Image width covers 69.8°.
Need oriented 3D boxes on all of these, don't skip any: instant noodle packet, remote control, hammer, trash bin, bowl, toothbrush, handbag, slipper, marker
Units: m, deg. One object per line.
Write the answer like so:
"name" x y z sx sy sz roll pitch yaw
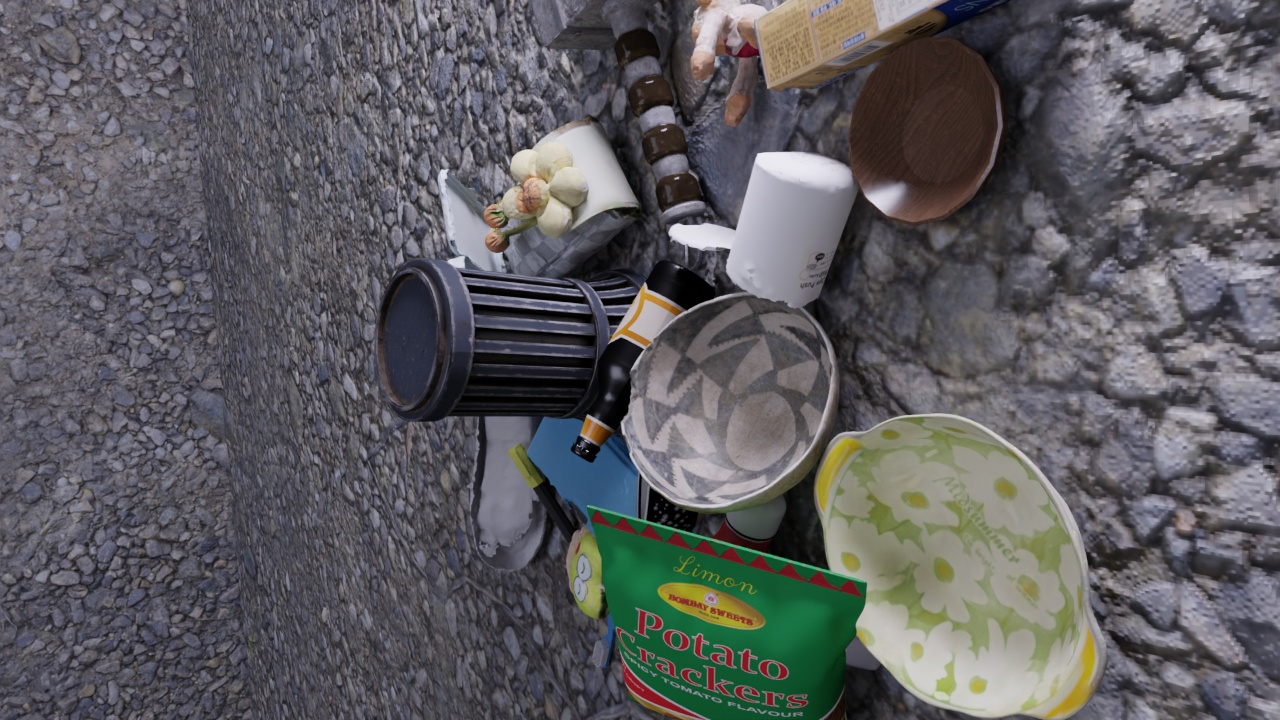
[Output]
"instant noodle packet" 0.065 0.216 0.682 0.196 0.090 0.253 11 133 23
"remote control" 0.161 0.167 0.698 0.033 0.012 0.131 -8 88 52
"hammer" 0.007 -0.238 0.801 0.177 0.079 0.326 -21 84 53
"trash bin" -0.111 -0.013 0.842 0.165 0.227 0.164 -4 85 50
"bowl" 0.207 0.124 0.587 0.219 0.060 0.189 43 128 41
"bowl" 0.035 0.099 0.804 0.120 0.066 0.120 -179 93 -86
"toothbrush" -0.028 0.258 0.971 0.016 0.014 0.167 38 124 45
"handbag" -0.091 -0.143 0.901 0.172 0.123 0.112 -37 71 44
"bowl" 0.189 -0.147 0.594 0.118 0.030 0.118 12 105 53
"slipper" -0.155 0.134 1.078 0.112 0.074 0.247 11 108 21
"bowl" 0.080 0.041 0.712 0.179 0.081 0.178 -17 57 28
"marker" -0.108 0.149 1.022 0.017 0.021 0.124 -32 92 17

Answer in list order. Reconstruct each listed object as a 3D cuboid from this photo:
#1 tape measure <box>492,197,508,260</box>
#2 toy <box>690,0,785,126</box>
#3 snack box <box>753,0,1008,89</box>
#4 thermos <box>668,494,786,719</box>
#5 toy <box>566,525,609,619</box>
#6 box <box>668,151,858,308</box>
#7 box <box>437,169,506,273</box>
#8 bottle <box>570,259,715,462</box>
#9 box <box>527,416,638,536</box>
"tape measure" -0.139 -0.155 1.038 0.066 0.037 0.064 -40 64 47
"toy" 0.065 -0.251 0.711 0.074 0.085 0.105 -33 58 29
"snack box" 0.166 -0.235 0.591 0.207 0.057 0.056 -9 91 54
"thermos" 0.067 0.203 0.781 0.073 0.073 0.240 45 129 41
"toy" -0.053 0.217 0.966 0.115 0.046 0.092 -153 68 -68
"box" 0.090 -0.117 0.697 0.150 0.080 0.106 38 126 40
"box" -0.176 -0.095 1.006 0.209 0.037 0.188 44 -149 -83
"bottle" -0.005 0.005 0.787 0.059 0.059 0.181 24 81 50
"box" -0.030 0.126 0.940 0.231 0.052 0.093 41 111 43
